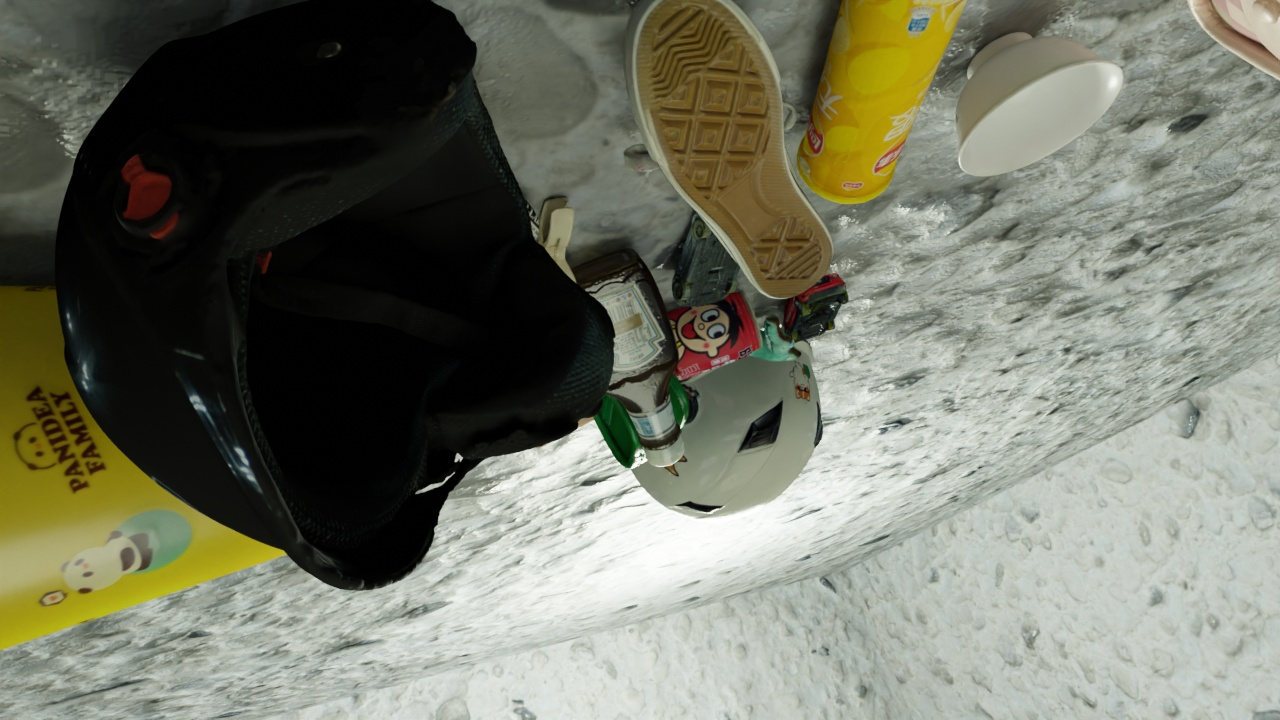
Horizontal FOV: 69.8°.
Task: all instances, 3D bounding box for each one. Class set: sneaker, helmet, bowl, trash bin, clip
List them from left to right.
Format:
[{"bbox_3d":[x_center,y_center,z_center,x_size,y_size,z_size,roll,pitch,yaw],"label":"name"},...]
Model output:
[{"bbox_3d":[-0.345,0.055,0.553,0.254,0.229,0.230,-10,157,-36],"label":"trash bin"},{"bbox_3d":[-0.148,-0.035,0.434,0.230,0.274,0.233,2,149,19],"label":"helmet"},{"bbox_3d":[-0.065,-0.066,0.688,0.035,0.095,0.102,-8,166,-26],"label":"clip"},{"bbox_3d":[0.052,-0.140,0.588,0.118,0.087,0.241,-34,134,5],"label":"sneaker"},{"bbox_3d":[0.110,0.102,1.094,0.229,0.156,0.275,4,148,-45],"label":"helmet"},{"bbox_3d":[0.272,-0.195,0.660,0.118,0.064,0.118,-17,158,-7],"label":"bowl"}]

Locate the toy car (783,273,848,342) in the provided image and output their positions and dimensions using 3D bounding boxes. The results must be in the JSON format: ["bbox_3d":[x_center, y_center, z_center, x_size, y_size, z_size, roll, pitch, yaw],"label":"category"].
[{"bbox_3d":[0.172,-0.055,0.927,0.053,0.045,0.121,-18,163,-8],"label":"toy car"}]

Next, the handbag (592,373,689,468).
[{"bbox_3d":[-0.013,0.037,0.896,0.068,0.120,0.131,-33,162,-17],"label":"handbag"}]

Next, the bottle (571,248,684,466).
[{"bbox_3d":[-0.005,0.005,0.779,0.080,0.044,0.195,-22,118,-4],"label":"bottle"}]

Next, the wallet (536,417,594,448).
[{"bbox_3d":[-0.108,0.064,1.013,0.101,0.020,0.115,-29,153,24],"label":"wallet"}]

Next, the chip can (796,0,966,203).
[{"bbox_3d":[0.151,-0.186,0.574,0.072,0.072,0.214,-16,157,-8],"label":"chip can"}]

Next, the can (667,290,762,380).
[{"bbox_3d":[0.064,-0.025,0.882,0.094,0.066,0.066,-19,158,0],"label":"can"}]

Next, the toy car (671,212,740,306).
[{"bbox_3d":[0.060,-0.091,0.768,0.054,0.036,0.121,-10,146,-21],"label":"toy car"}]

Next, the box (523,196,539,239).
[{"bbox_3d":[-0.145,-0.064,0.642,0.164,0.052,0.069,-34,161,6],"label":"box"}]

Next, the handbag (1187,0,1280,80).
[{"bbox_3d":[0.422,-0.202,0.542,0.094,0.234,0.193,-32,155,24],"label":"handbag"}]

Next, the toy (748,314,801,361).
[{"bbox_3d":[0.120,-0.022,0.947,0.092,0.030,0.096,11,154,18],"label":"toy"}]
